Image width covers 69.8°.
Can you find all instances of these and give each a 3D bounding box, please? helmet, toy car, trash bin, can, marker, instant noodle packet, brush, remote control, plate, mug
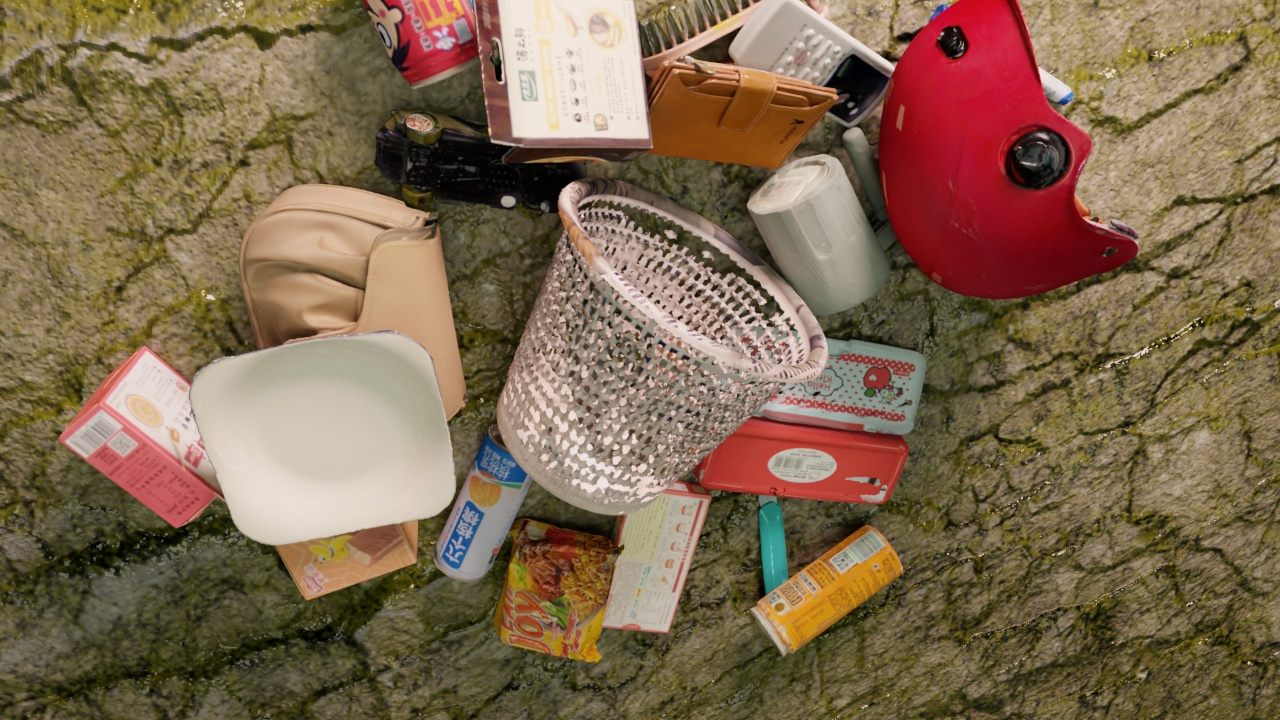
[{"bbox_3d":[0.249,-0.148,0.690,0.144,0.206,0.240,-26,113,19],"label":"helmet"},{"bbox_3d":[-0.118,-0.147,0.688,0.158,0.042,0.070,8,139,-14],"label":"toy car"},{"bbox_3d":[-0.003,0.003,0.701,0.227,0.227,0.193,24,118,-20],"label":"trash bin"},{"bbox_3d":[-0.152,-0.243,0.632,0.066,0.066,0.094,-24,115,-1],"label":"can"},{"bbox_3d":[0.298,-0.248,0.750,0.145,0.017,0.017,23,106,-19],"label":"marker"},{"bbox_3d":[-0.079,0.215,0.843,0.111,0.044,0.128,14,110,4],"label":"instant noodle packet"},{"bbox_3d":[0.065,-0.250,0.676,0.145,0.063,0.073,-29,117,2],"label":"brush"},{"bbox_3d":[0.133,-0.222,0.688,0.149,0.021,0.058,12,131,-41],"label":"remote control"},{"bbox_3d":[-0.222,0.053,0.659,0.164,0.034,0.164,-10,120,-10],"label":"plate"},{"bbox_3d":[0.181,0.223,0.890,0.146,0.058,0.058,-33,115,-7],"label":"can"},{"bbox_3d":[0.157,-0.114,0.745,0.123,0.084,0.103,-44,120,-16],"label":"mug"},{"bbox_3d":[-0.133,0.125,0.798,0.053,0.053,0.135,21,107,-19],"label":"can"}]

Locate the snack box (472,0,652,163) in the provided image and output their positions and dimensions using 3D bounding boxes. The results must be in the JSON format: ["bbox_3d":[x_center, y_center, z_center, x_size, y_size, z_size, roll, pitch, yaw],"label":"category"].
[{"bbox_3d":[-0.059,-0.199,0.640,0.125,0.053,0.113,-6,88,-25],"label":"snack box"}]

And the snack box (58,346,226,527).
[{"bbox_3d":[-0.354,0.063,0.694,0.044,0.113,0.127,-39,114,4],"label":"snack box"}]

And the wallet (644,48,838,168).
[{"bbox_3d":[0.066,-0.185,0.680,0.130,0.119,0.035,3,74,-18],"label":"wallet"}]

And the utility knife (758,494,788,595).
[{"bbox_3d":[0.133,0.193,0.905,0.029,0.013,0.178,-11,111,-9],"label":"utility knife"}]

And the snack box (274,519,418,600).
[{"bbox_3d":[-0.241,0.127,0.755,0.094,0.092,0.077,-19,115,-4],"label":"snack box"}]

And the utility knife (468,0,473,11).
[{"bbox_3d":[-0.136,-0.319,0.631,0.034,0.018,0.208,-24,114,0],"label":"utility knife"}]

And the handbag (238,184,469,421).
[{"bbox_3d":[-0.215,-0.026,0.691,0.148,0.099,0.205,-5,119,-3],"label":"handbag"}]

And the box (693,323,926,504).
[{"bbox_3d":[0.156,0.054,0.835,0.201,0.050,0.161,8,107,-15],"label":"box"}]

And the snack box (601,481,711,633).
[{"bbox_3d":[0.008,0.185,0.867,0.077,0.027,0.156,10,110,-15],"label":"snack box"}]
